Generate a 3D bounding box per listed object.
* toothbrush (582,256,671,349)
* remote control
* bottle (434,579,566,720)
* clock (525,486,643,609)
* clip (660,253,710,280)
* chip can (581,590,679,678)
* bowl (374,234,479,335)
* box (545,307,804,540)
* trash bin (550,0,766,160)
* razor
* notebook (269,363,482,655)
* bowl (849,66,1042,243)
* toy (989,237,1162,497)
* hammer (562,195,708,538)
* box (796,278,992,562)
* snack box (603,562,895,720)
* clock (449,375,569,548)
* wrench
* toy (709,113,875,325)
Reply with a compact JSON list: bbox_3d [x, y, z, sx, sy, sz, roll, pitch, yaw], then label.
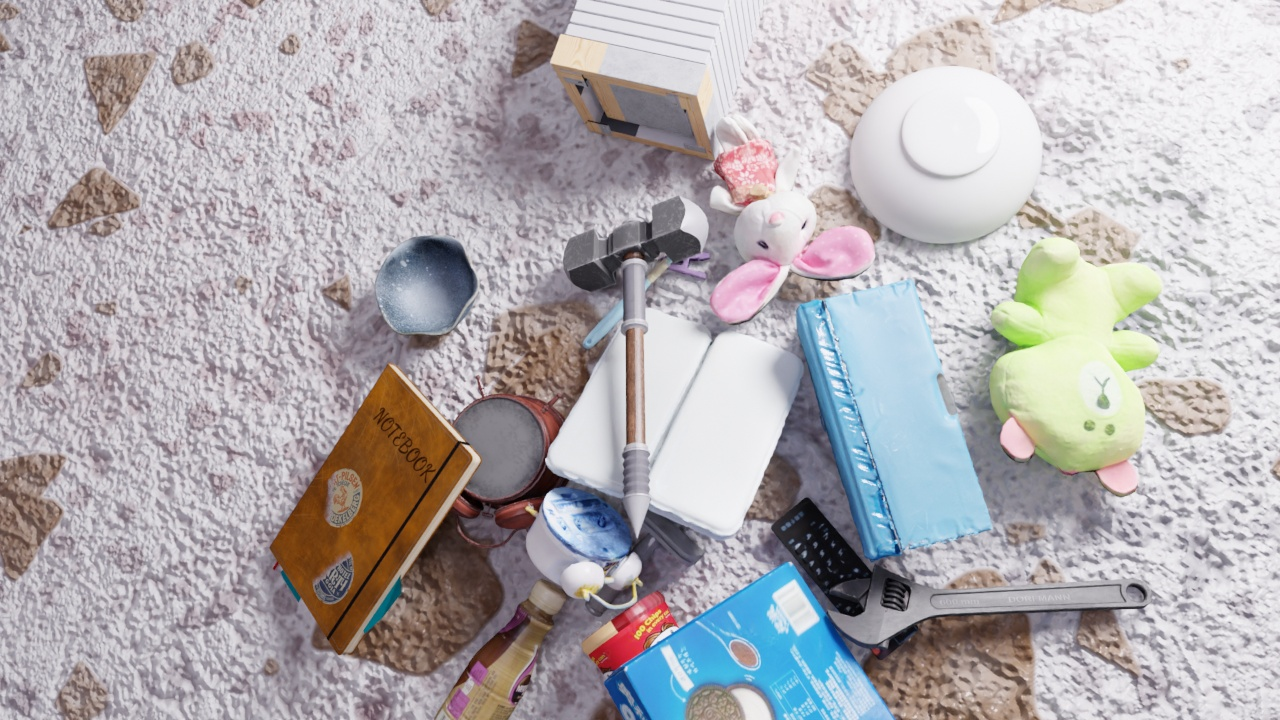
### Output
[{"bbox_3d":[-0.003,-0.068,0.913,0.022,0.016,0.155,44,99,-3],"label":"toothbrush"},{"bbox_3d":[0.183,0.196,0.830,0.047,0.022,0.150,-39,76,1],"label":"remote control"},{"bbox_3d":[-0.126,0.283,0.856,0.059,0.059,0.166,31,85,15],"label":"bottle"},{"bbox_3d":[-0.048,0.168,0.810,0.125,0.088,0.052,48,117,32],"label":"clock"},{"bbox_3d":[0.048,-0.101,0.920,0.051,0.014,0.043,33,87,13],"label":"clip"},{"bbox_3d":[0.040,0.315,0.802,0.087,0.087,0.213,-36,75,3],"label":"chip can"},{"bbox_3d":[-0.212,-0.071,0.945,0.110,0.055,0.110,-2,78,11],"label":"bowl"},{"bbox_3d":[0.036,0.047,0.840,0.191,0.045,0.208,21,57,15],"label":"box"},{"bbox_3d":[0.036,-0.352,0.904,0.142,0.142,0.246,17,83,14],"label":"trash bin"},{"bbox_3d":[-0.010,0.193,0.862,0.088,0.047,0.116,41,97,16],"label":"razor"},{"bbox_3d":[-0.262,0.152,0.885,0.178,0.014,0.249,40,99,34],"label":"notebook"},{"bbox_3d":[0.288,-0.203,0.862,0.177,0.066,0.176,-2,79,11],"label":"bowl"},{"bbox_3d":[0.368,0.003,0.793,0.150,0.107,0.197,15,91,-9],"label":"toy"},{"bbox_3d":[-0.005,0.003,0.824,0.156,0.043,0.321,-17,55,25],"label":"hammer"},{"bbox_3d":[0.221,0.052,0.814,0.112,0.094,0.231,-15,75,6],"label":"box"},{"bbox_3d":[0.112,0.313,0.746,0.195,0.056,0.238,-22,71,-35],"label":"snack box"},{"bbox_3d":[-0.132,0.102,0.886,0.121,0.072,0.157,12,81,14],"label":"clock"},{"bbox_3d":[0.297,0.207,0.787,0.273,0.018,0.073,-3,56,3],"label":"wrench"},{"bbox_3d":[0.122,-0.144,0.877,0.159,0.084,0.194,-19,77,10],"label":"toy"}]
